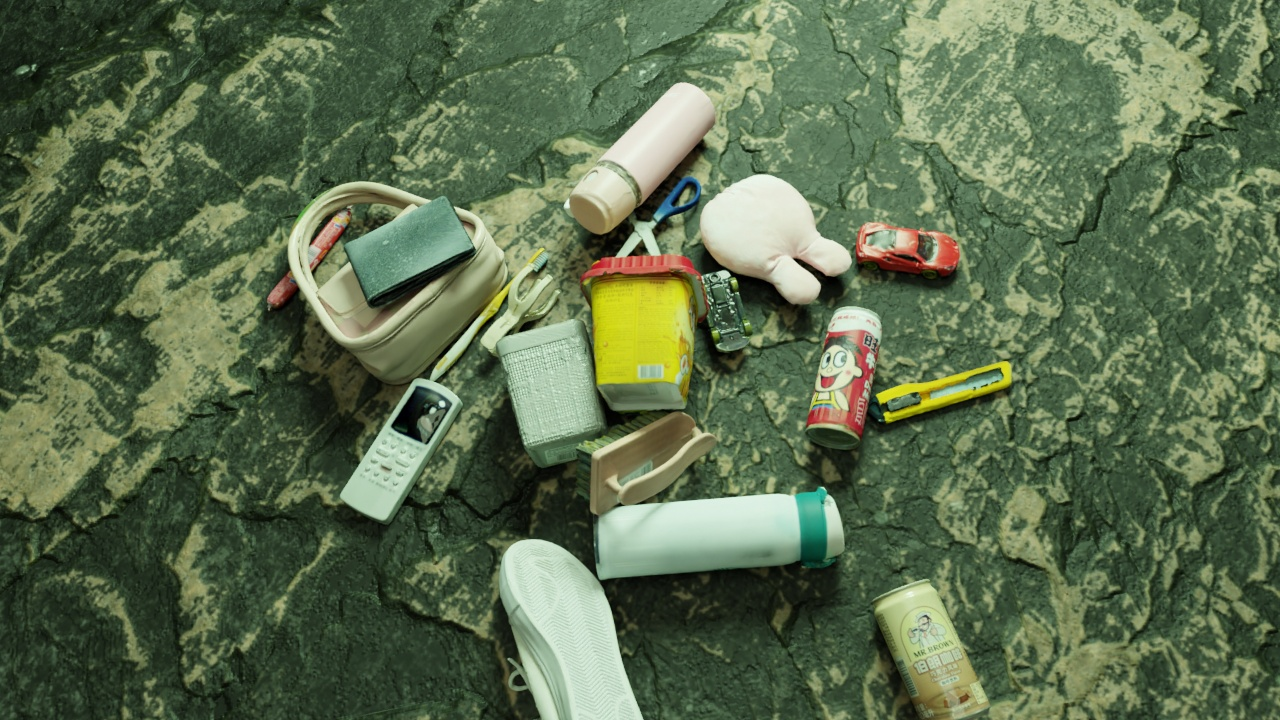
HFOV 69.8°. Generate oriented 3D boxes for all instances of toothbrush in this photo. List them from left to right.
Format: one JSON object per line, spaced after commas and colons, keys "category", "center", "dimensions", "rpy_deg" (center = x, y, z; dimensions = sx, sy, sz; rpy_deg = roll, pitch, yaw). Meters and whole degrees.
{"category": "toothbrush", "center": [-0.160, -0.049, 0.982], "dimensions": [0.018, 0.016, 0.191], "rpy_deg": [35, 73, 10]}

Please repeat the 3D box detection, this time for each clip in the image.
{"category": "clip", "center": [-0.129, -0.058, 0.954], "dimensions": [0.035, 0.084, 0.104], "rpy_deg": [35, 63, 18]}

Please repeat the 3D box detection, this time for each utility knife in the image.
{"category": "utility knife", "center": [0.293, 0.030, 0.902], "dimensions": [0.154, 0.015, 0.033], "rpy_deg": [-16, 68, -2]}

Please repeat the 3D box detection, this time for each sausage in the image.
{"category": "sausage", "center": [-0.369, -0.116, 1.029], "dimensions": [0.020, 0.020, 0.155], "rpy_deg": [27, 71, 16]}

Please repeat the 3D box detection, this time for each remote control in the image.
{"category": "remote control", "center": [-0.240, 0.089, 0.925], "dimensions": [0.058, 0.021, 0.149], "rpy_deg": [23, 71, 15]}

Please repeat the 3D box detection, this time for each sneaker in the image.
{"category": "sneaker", "center": [-0.066, 0.270, 0.804], "dimensions": [0.089, 0.091, 0.242], "rpy_deg": [-3, 42, -28]}

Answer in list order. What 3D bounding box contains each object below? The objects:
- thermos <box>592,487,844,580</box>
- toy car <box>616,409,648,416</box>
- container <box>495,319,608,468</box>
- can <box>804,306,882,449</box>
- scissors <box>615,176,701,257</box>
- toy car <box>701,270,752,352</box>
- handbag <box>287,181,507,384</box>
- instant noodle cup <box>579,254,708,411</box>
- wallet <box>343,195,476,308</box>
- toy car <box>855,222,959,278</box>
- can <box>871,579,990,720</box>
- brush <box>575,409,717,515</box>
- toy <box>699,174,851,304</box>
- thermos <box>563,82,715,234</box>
{"category": "thermos", "center": [0.072, 0.161, 0.840], "dimensions": [0.224, 0.073, 0.073], "rpy_deg": [-5, 66, 3]}
{"category": "toy car", "center": [-0.006, 0.005, 0.934], "dimensions": [0.048, 0.032, 0.105], "rpy_deg": [-1, 64, 5]}
{"category": "container", "center": [-0.081, 0.036, 0.897], "dimensions": [0.090, 0.090, 0.114], "rpy_deg": [-15, 68, -1]}
{"category": "can", "center": [0.200, 0.016, 0.896], "dimensions": [0.053, 0.053, 0.132], "rpy_deg": [13, 68, 11]}
{"category": "scissors", "center": [0.005, -0.153, 1.000], "dimensions": [0.174, 0.012, 0.162], "rpy_deg": [-36, 59, -20]}
{"category": "toy car", "center": [0.087, -0.048, 0.946], "dimensions": [0.042, 0.035, 0.090], "rpy_deg": [-15, 66, 0]}
{"category": "handbag", "center": [-0.279, -0.107, 0.986], "dimensions": [0.234, 0.093, 0.193], "rpy_deg": [37, 73, 24]}
{"category": "instant noodle cup", "center": [0.004, -0.022, 0.870], "dimensions": [0.116, 0.116, 0.123], "rpy_deg": [-2, 68, 10]}
{"category": "wallet", "center": [-0.234, -0.112, 0.926], "dimensions": [0.121, 0.019, 0.097], "rpy_deg": [-29, 53, -6]}
{"category": "toy car", "center": [0.281, -0.117, 0.962], "dimensions": [0.106, 0.031, 0.049], "rpy_deg": [11, 69, 8]}
{"category": "can", "center": [0.247, 0.252, 0.784], "dimensions": [0.058, 0.058, 0.116], "rpy_deg": [-19, 65, -3]}
{"category": "brush", "center": [0.008, 0.090, 0.855], "dimensions": [0.073, 0.063, 0.145], "rpy_deg": [21, 30, 36]}
{"category": "toy", "center": [0.140, -0.127, 0.966], "dimensions": [0.121, 0.054, 0.159], "rpy_deg": [-38, 70, -13]}
{"category": "thermos", "center": [-0.004, -0.220, 1.006], "dimensions": [0.087, 0.067, 0.198], "rpy_deg": [8, 51, 50]}
